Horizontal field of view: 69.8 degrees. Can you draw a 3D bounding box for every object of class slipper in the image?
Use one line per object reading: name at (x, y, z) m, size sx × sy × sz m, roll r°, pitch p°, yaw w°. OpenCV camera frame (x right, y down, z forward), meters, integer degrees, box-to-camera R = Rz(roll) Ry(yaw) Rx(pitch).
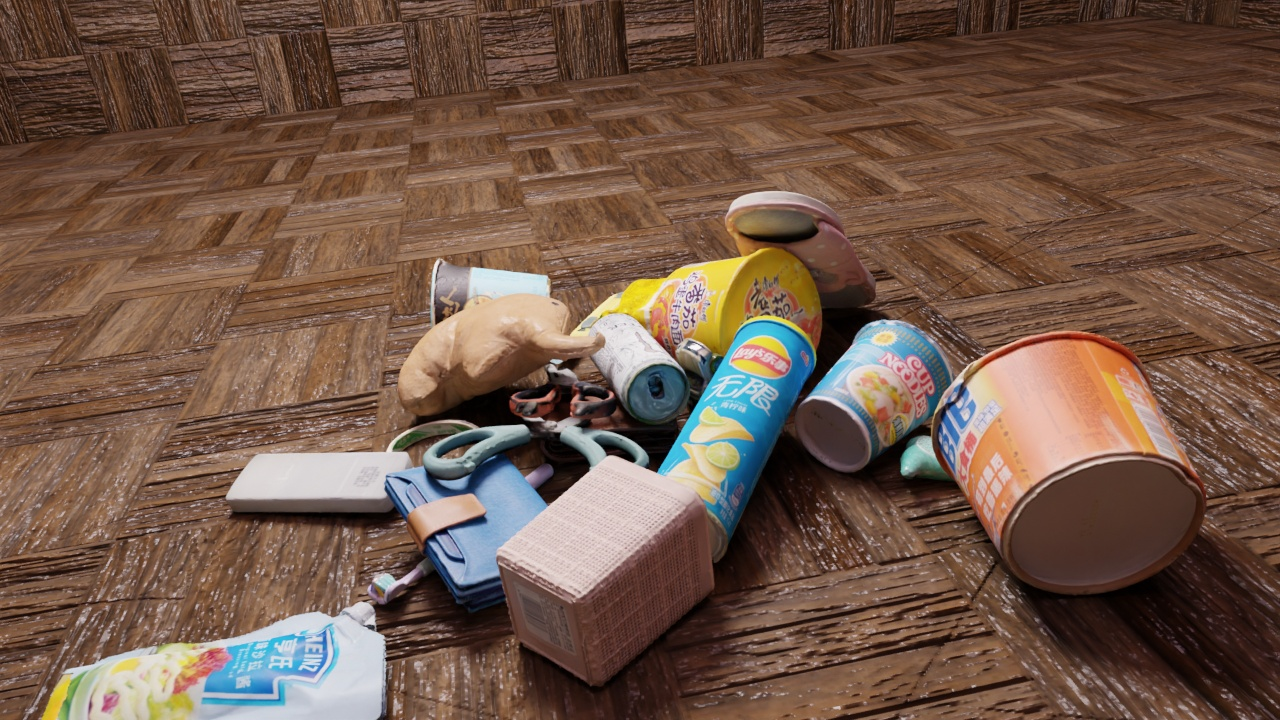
slipper at (0.165, -0.093, 0.912) m, size 0.114 × 0.054 × 0.274 m, roll 0°, pitch -16°, yaw 29°

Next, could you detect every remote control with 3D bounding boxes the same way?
remote control at (-0.264, 0.101, 0.759) m, size 0.150 × 0.021 × 0.058 m, roll -1°, pitch 36°, yaw 13°

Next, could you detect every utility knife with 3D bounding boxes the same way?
utility knife at (-0.053, -0.038, 1.016) m, size 0.031 × 0.022 × 0.218 m, roll -4°, pitch 26°, yaw 23°

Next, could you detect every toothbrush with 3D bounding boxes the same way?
toothbrush at (-0.128, 0.125, 0.697) m, size 0.029 × 0.021 × 0.188 m, roll -8°, pitch 17°, yaw 39°

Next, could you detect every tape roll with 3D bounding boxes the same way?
tape roll at (-0.179, 0.079, 0.806) m, size 0.086 × 0.014 × 0.085 m, roll -4°, pitch 26°, yaw 2°

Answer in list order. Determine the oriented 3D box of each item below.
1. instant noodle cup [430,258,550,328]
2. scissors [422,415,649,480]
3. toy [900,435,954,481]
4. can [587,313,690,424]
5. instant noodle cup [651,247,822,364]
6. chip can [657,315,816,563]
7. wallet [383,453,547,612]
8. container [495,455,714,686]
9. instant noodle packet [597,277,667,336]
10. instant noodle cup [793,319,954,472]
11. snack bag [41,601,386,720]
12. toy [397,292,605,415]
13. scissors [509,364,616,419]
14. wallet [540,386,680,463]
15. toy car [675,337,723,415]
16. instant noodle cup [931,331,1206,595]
instant noodle cup at (-0.156, -0.053, 0.979) m, size 0.120 × 0.111 × 0.111 m, roll 0°, pitch 26°, yaw -4°
scissors at (-0.067, 0.069, 0.701) m, size 0.180 × 0.019 × 0.169 m, roll 11°, pitch 18°, yaw 35°
toy at (0.252, 0.078, 0.716) m, size 0.092 × 0.030 × 0.096 m, roll 11°, pitch 22°, yaw 19°
can at (-0.005, 0.005, 0.810) m, size 0.058 × 0.058 × 0.146 m, roll -11°, pitch 21°, yaw -12°
instant noodle cup at (0.084, -0.035, 0.861) m, size 0.137 × 0.138 × 0.110 m, roll -27°, pitch 21°, yaw -37°
chip can at (0.070, 0.054, 0.701) m, size 0.071 × 0.071 × 0.209 m, roll 9°, pitch 42°, yaw 26°
wallet at (-0.114, 0.116, 0.662) m, size 0.106 × 0.040 × 0.133 m, roll -9°, pitch 34°, yaw -35°
container at (-0.023, 0.134, 0.586) m, size 0.090 × 0.090 × 0.110 m, roll 17°, pitch 37°, yaw 37°
instant noodle packet at (0.020, -0.056, 1.011) m, size 0.111 × 0.044 × 0.128 m, roll -2°, pitch 22°, yaw 21°
instant noodle cup at (0.186, 0.035, 0.753) m, size 0.099 × 0.099 × 0.109 m, roll 19°, pitch 43°, yaw 40°
snack bag at (-0.251, 0.197, 0.557) m, size 0.191 × 0.039 × 0.110 m, roll -9°, pitch 15°, yaw -10°
toy at (-0.123, -0.015, 0.845) m, size 0.227 × 0.082 × 0.143 m, roll -18°, pitch 30°, yaw 32°
scissors at (-0.081, 0.025, 0.826) m, size 0.207 × 0.015 × 0.192 m, roll 7°, pitch 13°, yaw 43°
wallet at (-0.028, 0.052, 0.818) m, size 0.124 × 0.032 × 0.101 m, roll -5°, pitch 23°, yaw -2°
toy car at (0.055, 0.021, 0.796) m, size 0.035 × 0.090 × 0.042 m, roll -39°, pitch 39°, yaw -25°
instant noodle cup at (0.280, 0.072, 0.600) m, size 0.151 × 0.151 × 0.111 m, roll -4°, pitch 35°, yaw 3°
